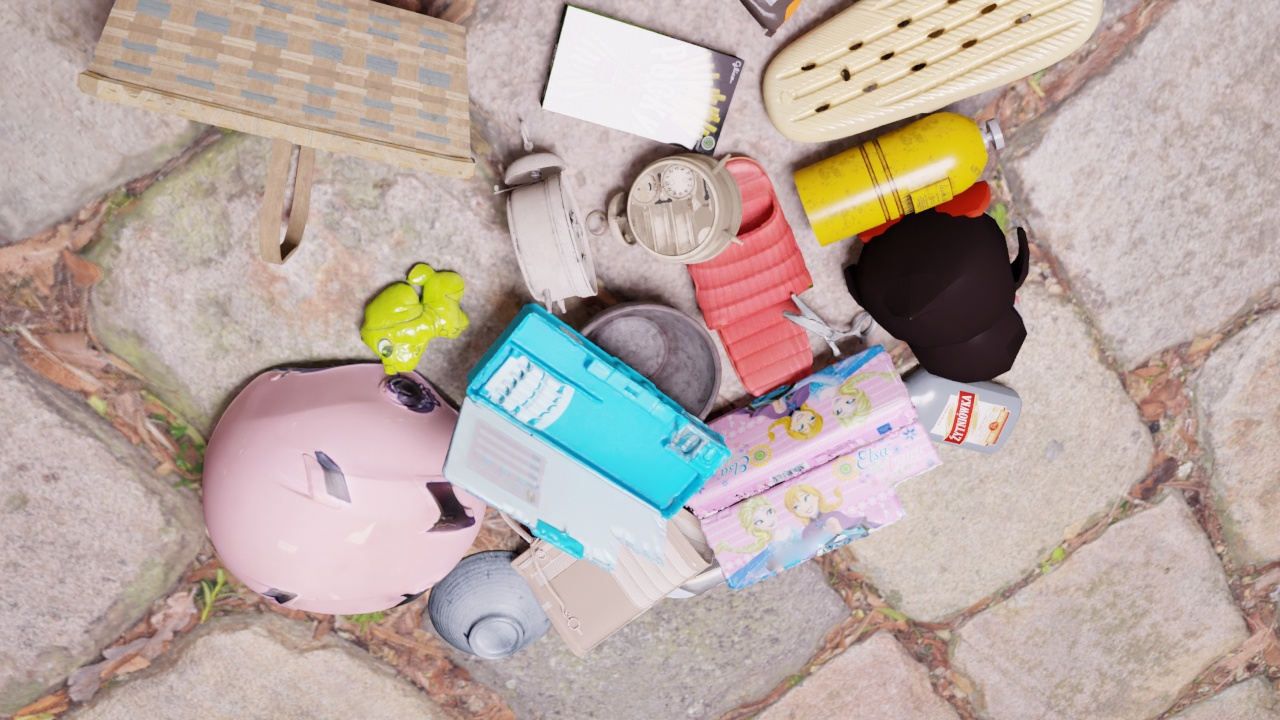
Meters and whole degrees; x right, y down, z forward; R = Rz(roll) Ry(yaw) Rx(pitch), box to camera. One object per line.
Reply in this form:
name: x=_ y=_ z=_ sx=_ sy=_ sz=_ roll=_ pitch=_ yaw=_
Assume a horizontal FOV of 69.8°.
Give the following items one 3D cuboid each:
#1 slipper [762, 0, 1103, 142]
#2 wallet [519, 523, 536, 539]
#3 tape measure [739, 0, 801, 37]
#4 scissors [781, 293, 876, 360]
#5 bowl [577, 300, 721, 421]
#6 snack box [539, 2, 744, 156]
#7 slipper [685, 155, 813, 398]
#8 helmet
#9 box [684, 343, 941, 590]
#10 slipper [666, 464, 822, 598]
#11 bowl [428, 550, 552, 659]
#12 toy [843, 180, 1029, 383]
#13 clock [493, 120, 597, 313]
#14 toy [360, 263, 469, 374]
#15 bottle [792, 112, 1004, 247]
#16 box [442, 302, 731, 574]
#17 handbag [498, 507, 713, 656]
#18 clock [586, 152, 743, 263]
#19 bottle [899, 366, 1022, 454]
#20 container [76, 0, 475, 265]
slipper: x=0.226 y=-0.256 z=0.744 sx=0.262 sy=0.079 sz=0.111 roll=-20 pitch=97 yaw=17
wallet: x=-0.056 y=0.149 z=0.923 sx=0.115 sy=0.018 sz=0.092 roll=12 pitch=113 yaw=-12
tape measure: x=0.105 y=-0.297 z=0.719 sx=0.059 sy=0.038 sz=0.058 roll=-43 pitch=115 yaw=11
scissors: x=0.173 y=-0.014 z=0.854 sx=0.161 sy=0.014 sz=0.118 roll=-8 pitch=120 yaw=-38
bowl: x=-0.005 y=0.005 z=0.831 sx=0.145 sy=0.067 sz=0.145 roll=-4 pitch=116 yaw=-8
snack box: x=0.001 y=-0.225 z=0.742 sx=0.147 sy=0.025 sz=0.080 roll=12 pitch=113 yaw=-16
slipper: x=0.103 y=-0.059 z=0.825 sx=0.103 sy=0.059 sz=0.249 roll=-20 pitch=119 yaw=-1
helmet: x=-0.250 y=0.126 z=0.807 sx=0.255 sy=0.152 sz=0.230 roll=20 pitch=107 yaw=-25
box: x=0.147 y=0.096 z=0.840 sx=0.231 sy=0.160 sz=0.062 roll=-27 pitch=157 yaw=13
slipper: x=0.114 y=0.162 z=0.936 sx=0.264 sy=0.063 sz=0.111 roll=-28 pitch=114 yaw=17
bowl: x=-0.148 y=0.266 z=0.939 sx=0.137 sy=0.057 sz=0.137 roll=-4 pitch=116 yaw=-8
toy: x=0.278 y=-0.042 z=0.822 sx=0.159 sy=0.139 sz=0.184 roll=-10 pitch=138 yaw=36
clock: x=-0.081 y=-0.117 z=0.750 sx=0.061 sy=0.103 sz=0.157 roll=-14 pitch=92 yaw=4
toy: x=-0.195 y=-0.036 z=0.791 sx=0.093 sy=0.036 sz=0.094 roll=-3 pitch=94 yaw=-5
bottle: x=0.218 y=-0.157 z=0.770 sx=0.164 sy=0.071 sz=0.071 roll=-21 pitch=119 yaw=16
box: x=-0.048 y=0.079 z=0.776 sx=0.227 sy=0.085 sz=0.170 roll=35 pitch=71 yaw=-23
handbag: x=-0.058 y=0.165 z=0.894 sx=0.176 sy=0.062 sz=0.198 roll=-40 pitch=100 yaw=21
clock: x=0.016 y=-0.123 z=0.765 sx=0.141 sy=0.054 sz=0.093 roll=-6 pitch=98 yaw=24
bottle: x=0.295 y=0.045 z=0.917 sx=0.161 sy=0.046 sz=0.072 roll=13 pitch=113 yaw=-16
container: x=-0.245 y=-0.166 z=0.659 sx=0.249 sy=0.157 sz=0.186 roll=10 pitch=102 yaw=-15
